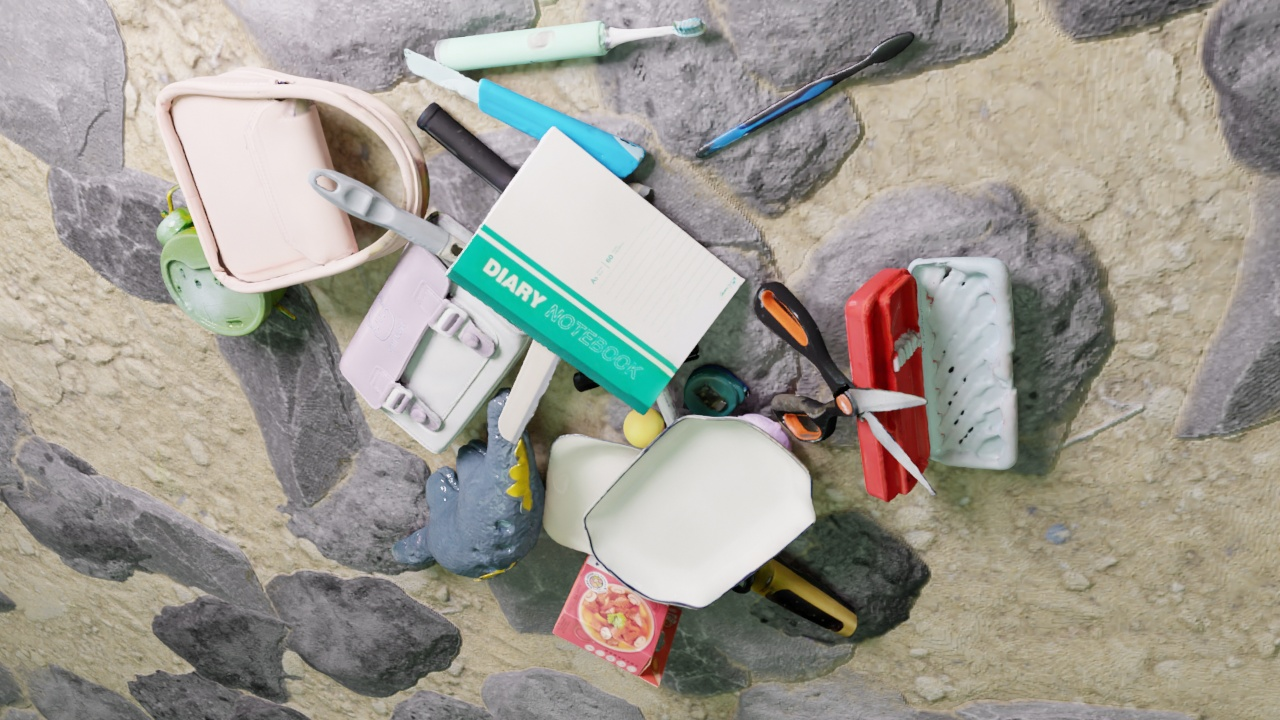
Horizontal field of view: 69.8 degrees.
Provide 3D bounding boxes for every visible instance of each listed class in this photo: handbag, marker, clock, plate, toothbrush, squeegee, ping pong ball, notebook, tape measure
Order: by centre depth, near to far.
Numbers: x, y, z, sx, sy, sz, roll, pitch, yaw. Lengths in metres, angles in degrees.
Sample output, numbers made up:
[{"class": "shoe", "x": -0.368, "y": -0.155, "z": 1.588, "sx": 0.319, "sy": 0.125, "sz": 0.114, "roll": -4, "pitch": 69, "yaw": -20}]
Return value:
[{"class": "toothbrush", "x": 0.120, "y": -0.200, "z": 0.699, "sx": 0.190, "sy": 0.016, "sz": 0.014, "roll": -23, "pitch": 121, "yaw": 33}, {"class": "toothbrush", "x": -0.058, "y": -0.248, "z": 0.716, "sx": 0.225, "sy": 0.027, "sz": 0.026, "roll": 1, "pitch": 93, "yaw": 19}, {"class": "squeegee", "x": -0.156, "y": -0.092, "z": 0.758, "sx": 0.246, "sy": 0.039, "sz": 0.246, "roll": 27, "pitch": 91, "yaw": -17}, {"class": "notebook", "x": -0.034, "y": -0.070, "z": 0.767, "sx": 0.209, "sy": 0.012, "sz": 0.150, "roll": 36, "pitch": 90, "yaw": -17}, {"class": "handbag", "x": -0.286, "y": -0.158, "z": 0.793, "sx": 0.235, "sy": 0.093, "sz": 0.193, "roll": 1, "pitch": 118, "yaw": 26}, {"class": "toothbrush", "x": -0.103, "y": -0.145, "z": 0.802, "sx": 0.212, "sy": 0.026, "sz": 0.027, "roll": 39, "pitch": 160, "yaw": -10}, {"class": "tape measure", "x": 0.067, "y": 0.032, "z": 0.859, "sx": 0.054, "sy": 0.025, "sz": 0.058, "roll": 36, "pitch": 125, "yaw": -7}, {"class": "marker", "x": 0.020, "y": 0.032, "z": 0.863, "sx": 0.017, "sy": 0.017, "sz": 0.145, "roll": -5, "pitch": 132, "yaw": 22}, {"class": "marker", "x": -0.005, "y": 0.005, "z": 0.870, "sx": 0.132, "sy": 0.020, "sz": 0.022, "roll": -17, "pitch": 114, "yaw": 27}, {"class": "handbag", "x": -0.190, "y": -0.022, "z": 0.873, "sx": 0.145, "sy": 0.098, "sz": 0.198, "roll": 39, "pitch": 125, "yaw": -2}, {"class": "plate", "x": 0.054, "y": 0.143, "z": 0.882, "sx": 0.162, "sy": 0.034, "sz": 0.267, "roll": 37, "pitch": 128, "yaw": -4}, {"class": "ping pong ball", "x": 0.004, "y": 0.065, "z": 0.892, "sx": 0.040, "sy": 0.040, "sz": 0.040, "roll": 9, "pitch": 124, "yaw": 13}, {"class": "clock", "x": -0.420, "y": -0.101, "z": 0.918, "sx": 0.116, "sy": 0.056, "sz": 0.161, "roll": -5, "pitch": 120, "yaw": 21}, {"class": "plate", "x": -0.019, "y": 0.145, "z": 0.956, "sx": 0.164, "sy": 0.034, "sz": 0.164, "roll": 16, "pitch": 125, "yaw": 8}]

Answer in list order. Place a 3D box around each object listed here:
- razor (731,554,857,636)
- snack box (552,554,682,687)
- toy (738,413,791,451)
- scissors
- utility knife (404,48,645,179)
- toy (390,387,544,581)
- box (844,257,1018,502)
[{"class": "razor", "x": 0.152, "y": 0.236, "z": 0.944, "sx": 0.167, "sy": 0.067, "sz": 0.062, "roll": 33, "pitch": 127, "yaw": -12}, {"class": "snack box", "x": -0.015, "y": 0.270, "z": 0.988, "sx": 0.127, "sy": 0.113, "sz": 0.044, "roll": 27, "pitch": 125, "yaw": -1}, {"class": "toy", "x": 0.098, "y": 0.091, "z": 0.879, "sx": 0.084, "sy": 0.038, "sz": 0.108, "roll": 40, "pitch": 127, "yaw": 2}, {"class": "scissors", "x": 0.154, "y": 0.024, "z": 0.751, "sx": 0.230, "sy": 0.021, "sz": 0.221, "roll": 61, "pitch": 162, "yaw": 12}, {"class": "utility knife", "x": -0.096, "y": -0.203, "z": 0.750, "sx": 0.209, "sy": 0.018, "sz": 0.034, "roll": 24, "pitch": 131, "yaw": -7}, {"class": "toy", "x": -0.174, "y": 0.163, "z": 0.977, "sx": 0.138, "sy": 0.091, "sz": 0.358, "roll": 47, "pitch": 133, "yaw": 4}, {"class": "box", "x": 0.243, "y": 0.021, "z": 0.750, "sx": 0.100, "sy": 0.112, "sz": 0.201, "roll": 13, "pitch": 128, "yaw": 41}]
